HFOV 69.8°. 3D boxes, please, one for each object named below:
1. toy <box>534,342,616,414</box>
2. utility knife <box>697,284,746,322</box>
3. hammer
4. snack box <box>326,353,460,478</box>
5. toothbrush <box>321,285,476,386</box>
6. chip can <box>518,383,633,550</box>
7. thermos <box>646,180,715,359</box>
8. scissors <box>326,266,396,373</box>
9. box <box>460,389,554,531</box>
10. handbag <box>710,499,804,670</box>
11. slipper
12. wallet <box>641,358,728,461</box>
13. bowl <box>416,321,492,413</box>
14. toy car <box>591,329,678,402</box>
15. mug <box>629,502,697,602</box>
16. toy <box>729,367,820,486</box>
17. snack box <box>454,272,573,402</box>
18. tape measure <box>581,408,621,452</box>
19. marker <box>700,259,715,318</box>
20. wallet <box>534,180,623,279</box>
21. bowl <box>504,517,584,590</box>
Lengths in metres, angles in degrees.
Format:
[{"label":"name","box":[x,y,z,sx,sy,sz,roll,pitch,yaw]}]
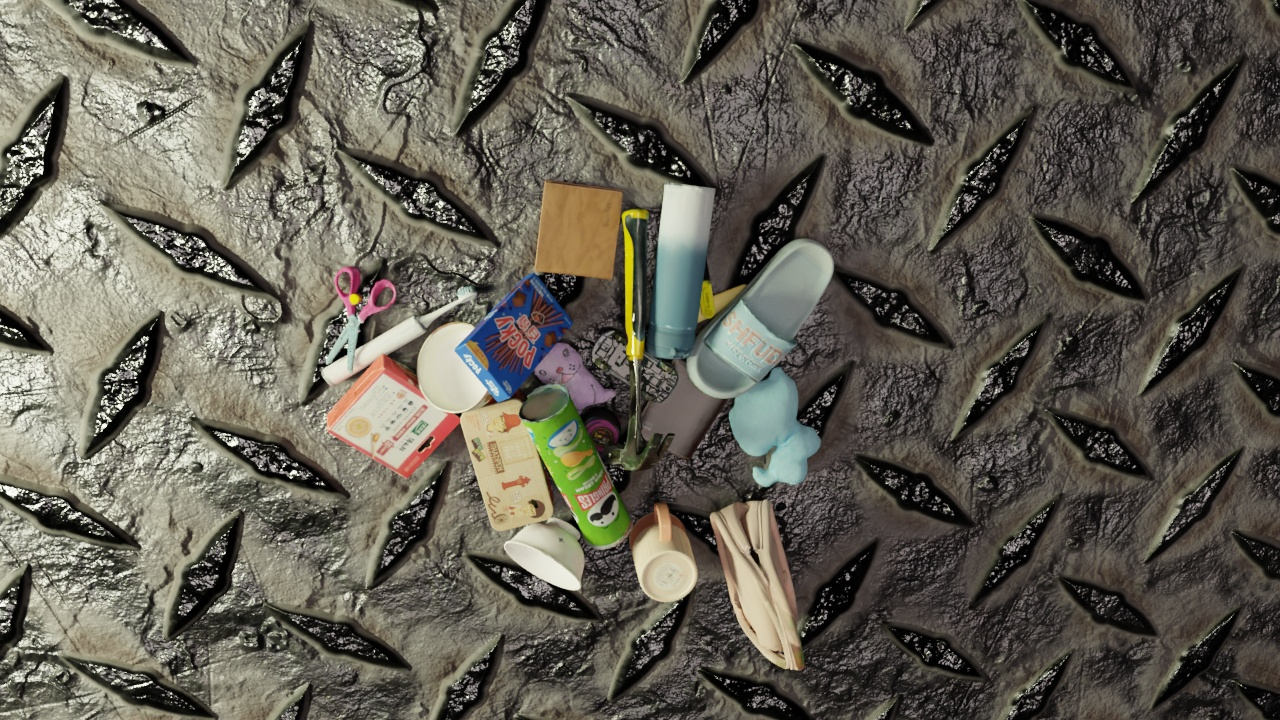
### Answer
[{"label":"toy","box":[-0.095,0.026,1.196,0.084,0.039,0.108,-35,109,2]},{"label":"utility knife","box":[0.089,-0.066,1.200,0.173,0.019,0.031,-20,113,1]},{"label":"hammer","box":[-0.004,-0.024,1.136,0.031,0.126,0.323,-1,91,-32]},{"label":"snack box","box":[-0.314,0.072,1.174,0.113,0.044,0.127,-46,122,8]},{"label":"toothbrush","box":[-0.302,-0.033,1.158,0.221,0.027,0.026,-30,68,4]},{"label":"chip can","box":[-0.082,0.140,1.189,0.072,0.072,0.236,-22,123,0]},{"label":"thermos","box":[0.047,-0.109,1.144,0.070,0.070,0.220,6,101,-9]},{"label":"scissors","box":[-0.347,-0.047,1.142,0.096,0.017,0.137,5,95,-3]},{"label":"box","box":[-0.171,0.128,1.207,0.091,0.079,0.168,-14,103,-1]},{"label":"handbag","box":[0.169,0.312,1.217,0.093,0.234,0.193,-16,109,0]},{"label":"slipper","box":[0.163,-0.049,1.173,0.104,0.074,0.245,39,90,-18]},{"label":"wallet","box":[0.056,0.065,1.239,0.096,0.020,0.122,28,100,-14]},{"label":"bowl","box":[-0.216,0.011,1.154,0.114,0.062,0.113,-3,83,23]},{"label":"toy car","box":[-0.007,0.007,1.201,0.120,0.036,0.054,33,100,-3]},{"label":"mug","box":[0.031,0.254,1.249,0.081,0.106,0.115,-1,108,-7]},{"label":"toy","box":[0.178,0.091,1.243,0.156,0.050,0.161,22,101,-17]},{"label":"snack box","box":[-0.151,-0.030,1.121,0.026,0.156,0.084,-20,115,43]},{"label":"tape measure","box":[-0.054,0.093,1.223,0.057,0.039,0.058,-2,115,1]},{"label":"marker","box":[0.079,-0.115,1.177,0.018,0.015,0.124,-10,101,-4]},{"label":"wallet","box":[-0.077,-0.163,1.149,0.101,0.020,0.115,5,105,-10]},{"label":"bowl","box":[-0.119,0.253,1.247,0.118,0.119,0.064,39,60,-17]}]
